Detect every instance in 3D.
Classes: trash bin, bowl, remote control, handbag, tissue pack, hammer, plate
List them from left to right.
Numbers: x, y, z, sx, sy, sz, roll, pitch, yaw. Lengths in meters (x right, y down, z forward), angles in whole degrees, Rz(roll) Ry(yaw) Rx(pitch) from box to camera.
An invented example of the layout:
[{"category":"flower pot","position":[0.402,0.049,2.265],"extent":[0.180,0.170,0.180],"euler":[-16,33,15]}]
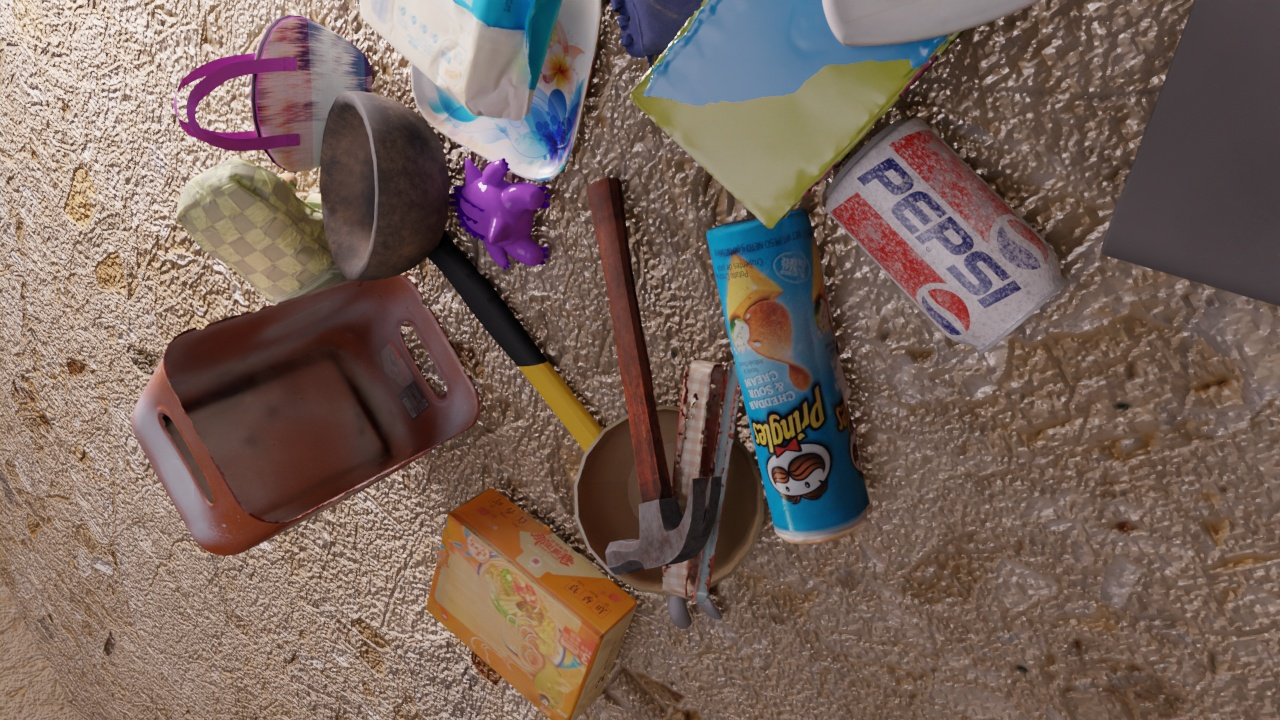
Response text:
[{"category":"handbag","position":[-0.326,-0.229,0.813],"extent":[0.068,0.169,0.145],"euler":[25,122,27]},{"category":"handbag","position":[-0.347,-0.130,0.889],"extent":[0.113,0.116,0.186],"euler":[-23,138,16]},{"category":"trash bin","position":[-0.315,0.050,0.865],"extent":[0.158,0.258,0.181],"euler":[-31,89,42]},{"category":"bowl","position":[-0.225,-0.151,0.809],"extent":[0.162,0.070,0.162],"euler":[11,104,54]},{"category":"tissue pack","position":[-0.144,-0.276,0.694],"extent":[0.209,0.065,0.117],"euler":[41,128,27]},{"category":"plate","position":[-0.110,-0.254,0.741],"extent":[0.187,0.016,0.187],"euler":[32,125,23]},{"category":"hammer","position":[-0.103,-0.003,0.836],"extent":[0.323,0.029,0.127],"euler":[51,130,10]},{"category":"hammer","position":[-0.004,0.004,0.694],"extent":[0.111,0.028,0.300],"euler":[-23,72,47]},{"category":"bowl","position":[0.025,0.110,0.748],"extent":[0.152,0.050,0.152],"euler":[1,94,10]},{"category":"remote control","position":[0.147,-0.190,0.450],"extent":[0.114,0.028,0.060],"euler":[-14,103,16]},{"category":"trash bin","position":[0.356,-0.105,0.404],"extent":[0.220,0.097,0.192],"euler":[24,122,28]}]

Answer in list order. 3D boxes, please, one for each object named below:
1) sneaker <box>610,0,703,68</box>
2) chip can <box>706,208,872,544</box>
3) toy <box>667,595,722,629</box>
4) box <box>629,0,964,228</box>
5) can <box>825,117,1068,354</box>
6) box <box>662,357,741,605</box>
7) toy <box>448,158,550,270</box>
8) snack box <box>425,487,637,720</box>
[{"category":"sneaker","position":[-0.015,-0.267,0.624],"extent":[0.233,0.091,0.119],"euler":[17,121,21]},{"category":"chip can","position":[0.107,0.010,0.650],"extent":[0.080,0.079,0.229],"euler":[-5,105,38]},{"category":"toy","position":[0.032,0.184,0.811],"extent":[0.049,0.030,0.111],"euler":[-23,89,26]},{"category":"box","position":[0.112,-0.195,0.518],"extent":[0.124,0.082,0.221],"euler":[42,111,1]},{"category":"can","position":[0.183,-0.076,0.557],"extent":[0.136,0.078,0.078],"euler":[49,130,10]},{"category":"box","position":[0.041,0.091,0.696],"extent":[0.060,0.057,0.187],"euler":[15,99,61]},{"category":"toy","position":[-0.125,-0.125,0.780],"extent":[0.088,0.055,0.106],"euler":[37,137,35]},{"category":"snack box","position":[-0.107,0.237,0.903],"extent":[0.195,0.080,0.145],"euler":[34,126,21]}]
